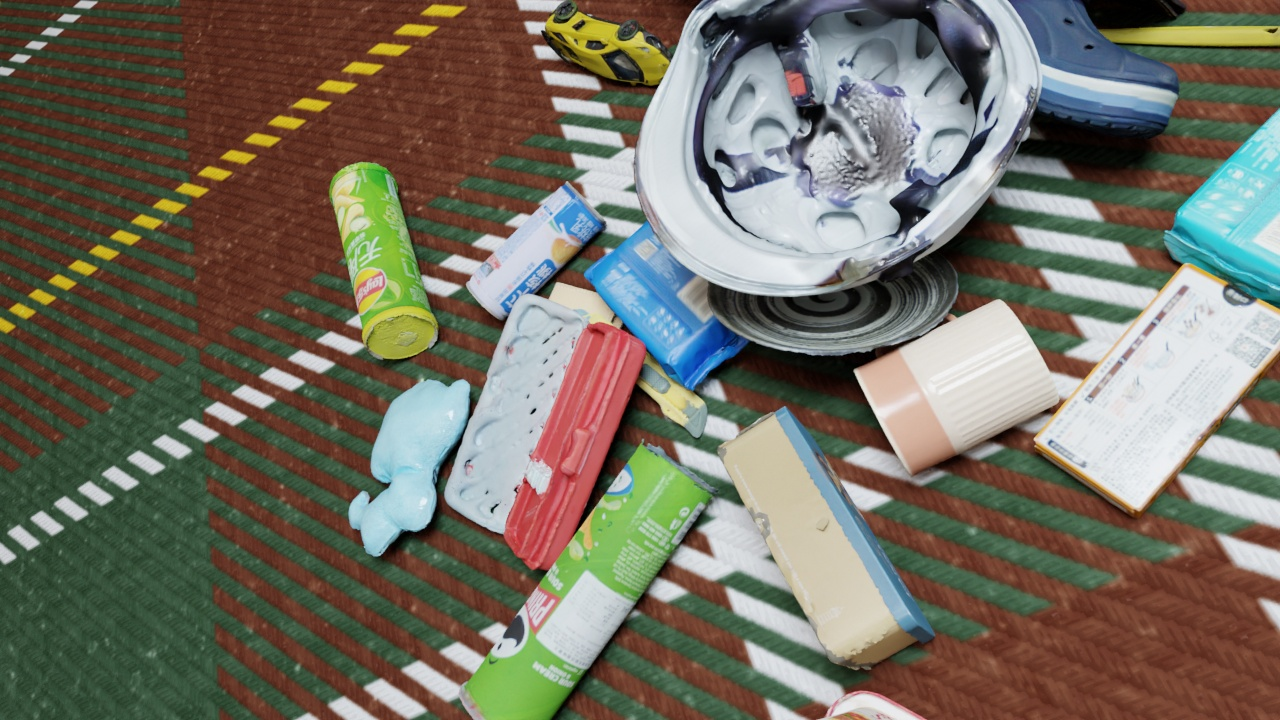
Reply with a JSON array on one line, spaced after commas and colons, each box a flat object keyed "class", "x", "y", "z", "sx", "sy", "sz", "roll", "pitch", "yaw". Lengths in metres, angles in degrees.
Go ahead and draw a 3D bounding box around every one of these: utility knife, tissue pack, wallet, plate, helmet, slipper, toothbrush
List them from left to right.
[{"class": "wallet", "x": -0.063, "y": -0.008, "z": 0.809, "sx": 0.087, "sy": 0.024, "sz": 0.115, "roll": 17, "pitch": 76, "yaw": 30}, {"class": "utility knife", "x": -0.005, "y": 0.004, "z": 0.765, "sx": 0.031, "sy": 0.018, "sz": 0.167, "roll": -45, "pitch": 60, "yaw": -11}, {"class": "tissue pack", "x": 0.028, "y": -0.051, "z": 0.756, "sx": 0.095, "sy": 0.052, "sz": 0.157, "roll": -41, "pitch": 58, "yaw": -2}, {"class": "plate", "x": 0.138, "y": -0.049, "z": 0.673, "sx": 0.179, "sy": 0.024, "sz": 0.179, "roll": -6, "pitch": 35, "yaw": 4}, {"class": "helmet", "x": 0.133, "y": -0.153, "z": 0.637, "sx": 0.259, "sy": 0.145, "sz": 0.229, "roll": -42, "pitch": 73, "yaw": 12}, {"class": "slipper", "x": 0.278, "y": -0.239, "z": 0.656, "sx": 0.253, "sy": 0.105, "sz": 0.095, "roll": 46, "pitch": 129, "yaw": 38}, {"class": "wallet", "x": 0.327, "y": -0.279, "z": 0.654, "sx": 0.096, "sy": 0.122, "sz": 0.020, "roll": 43, "pitch": 119, "yaw": 34}, {"class": "toothbrush", "x": 0.363, "y": -0.243, "z": 0.678, "sx": 0.190, "sy": 0.016, "sz": 0.015, "roll": 14, "pitch": 77, "yaw": 32}, {"class": "tissue pack", "x": 0.411, "y": -0.101, "z": 0.571, "sx": 0.133, "sy": 0.050, "sz": 0.093, "roll": -46, "pitch": 54, "yaw": 3}]

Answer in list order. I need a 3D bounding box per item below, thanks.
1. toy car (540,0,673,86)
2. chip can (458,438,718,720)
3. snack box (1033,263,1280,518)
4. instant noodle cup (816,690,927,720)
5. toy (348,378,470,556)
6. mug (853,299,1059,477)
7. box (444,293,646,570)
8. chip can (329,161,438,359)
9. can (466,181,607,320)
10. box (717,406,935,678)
[{"class": "toy car", "x": -0.031, "y": -0.301, "z": 0.886, "sx": 0.156, "sy": 0.071, "sz": 0.041, "roll": 28, "pitch": 83, "yaw": 34}, {"class": "chip can", "x": -0.038, "y": 0.173, "z": 0.689, "sx": 0.072, "sy": 0.072, "sz": 0.236, "roll": 35, "pitch": 88, "yaw": 35}, {"class": "snack box", "x": 0.330, "y": 0.018, "z": 0.580, "sx": 0.154, "sy": 0.026, "sz": 0.075, "roll": -50, "pitch": 56, "yaw": 2}, {"class": "instant noodle cup", "x": 0.134, "y": 0.259, "z": 0.525, "sx": 0.116, "sy": 0.124, "sz": 0.116, "roll": 22, "pitch": 80, "yaw": 33}, {"class": "toy", "x": -0.209, "y": 0.086, "z": 0.832, "sx": 0.162, "sy": 0.049, "sz": 0.156, "roll": -34, "pitch": 52, "yaw": 19}, {"class": "mug", "x": 0.207, "y": 0.009, "z": 0.625, "sx": 0.106, "sy": 0.082, "sz": 0.114, "roll": -29, "pitch": 33, "yaw": 13}, {"class": "box", "x": -0.081, "y": 0.056, "z": 0.759, "sx": 0.161, "sy": 0.058, "sz": 0.201, "roll": 24, "pitch": 93, "yaw": 44}, {"class": "chip can", "x": -0.264, "y": -0.106, "z": 0.930, "sx": 0.073, "sy": 0.072, "sz": 0.221, "roll": -31, "pitch": 57, "yaw": 14}, {"class": "can", "x": -0.097, "y": -0.100, "z": 0.847, "sx": 0.134, "sy": 0.053, "sz": 0.053, "roll": -43, "pitch": 56, "yaw": 6}, {"class": "box", "x": 0.124, "y": 0.124, "z": 0.611, "sx": 0.062, "sy": 0.089, "sz": 0.184, "roll": -36, "pitch": 59, "yaw": 10}]
